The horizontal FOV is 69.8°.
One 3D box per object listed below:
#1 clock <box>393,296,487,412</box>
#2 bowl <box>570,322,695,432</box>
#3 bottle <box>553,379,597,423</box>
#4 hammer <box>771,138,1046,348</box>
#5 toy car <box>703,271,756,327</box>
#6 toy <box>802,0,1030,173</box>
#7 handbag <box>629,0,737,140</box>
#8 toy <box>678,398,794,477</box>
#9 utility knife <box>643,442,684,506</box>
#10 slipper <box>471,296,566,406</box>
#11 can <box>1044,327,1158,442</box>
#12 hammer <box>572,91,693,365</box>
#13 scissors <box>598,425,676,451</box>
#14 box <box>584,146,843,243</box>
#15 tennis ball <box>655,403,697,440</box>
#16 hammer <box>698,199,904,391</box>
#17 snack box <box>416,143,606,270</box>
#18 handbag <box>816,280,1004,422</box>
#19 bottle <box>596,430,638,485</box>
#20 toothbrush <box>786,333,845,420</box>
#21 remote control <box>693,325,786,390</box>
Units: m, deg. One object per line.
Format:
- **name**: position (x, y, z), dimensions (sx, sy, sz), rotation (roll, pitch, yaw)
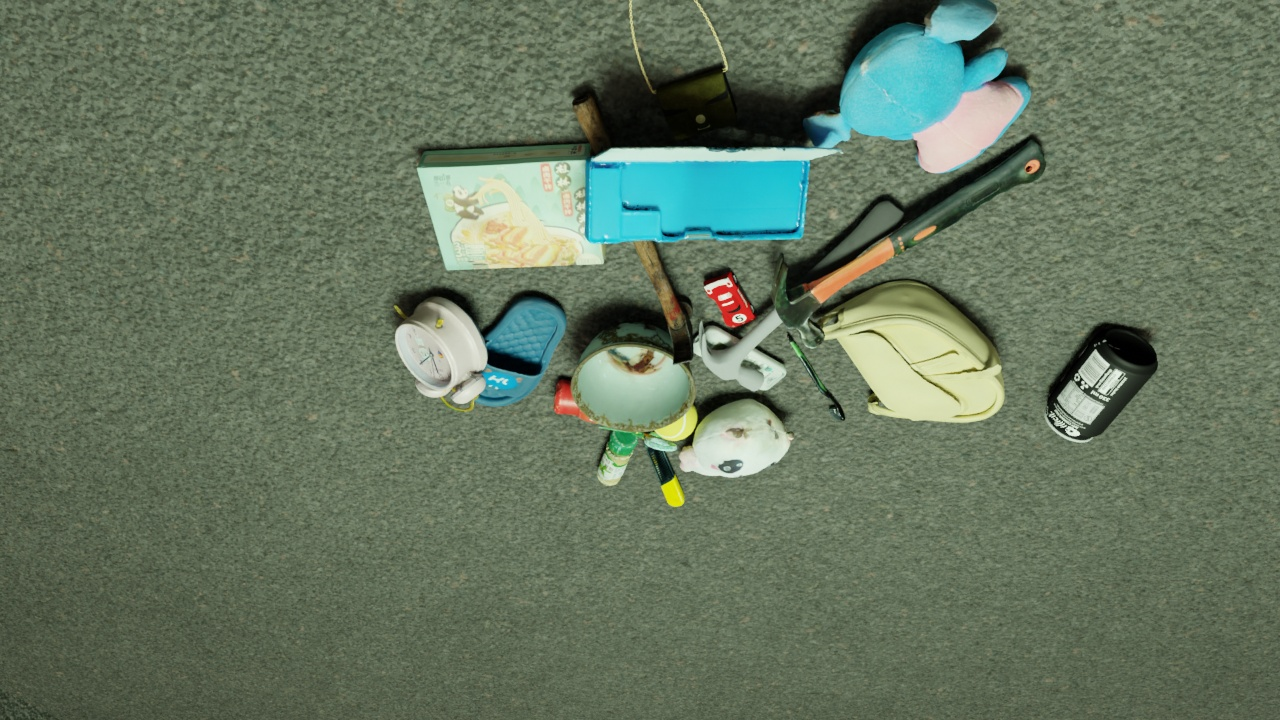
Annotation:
- **clock**: position (-0.255, -0.002, 1.186), dimensions (0.117, 0.058, 0.158), rotation (11, 128, 36)
- **bowl**: position (-0.007, 0.007, 1.191), dimensions (0.160, 0.093, 0.160), rotation (2, 135, 2)
- **bottle**: position (-0.053, 0.059, 1.279), dimensions (0.134, 0.048, 0.072), rotation (9, 137, -3)
- **hammer**: position (0.297, -0.138, 1.035), dimensions (0.334, 0.033, 0.133), rotation (-32, 129, 19)
- **toy car**: position (0.112, -0.074, 1.148), dimensions (0.038, 0.025, 0.089), rotation (-18, 131, 21)
- **toy**: position (0.277, -0.255, 0.915), dimensions (0.191, 0.098, 0.225), rotation (21, 141, -32)
- **handbag**: position (0.038, -0.308, 0.919), dimensions (0.084, 0.027, 0.178), rotation (-13, 131, 17)
- **toy**: position (0.124, 0.122, 1.298), dimensions (0.138, 0.101, 0.180), rotation (6, 149, -34)
- **utility knife**: position (0.036, 0.167, 1.402), dimensions (0.029, 0.020, 0.174), rotation (-9, 135, 12)
- **slipper**: position (-0.167, -0.002, 1.222), dimensions (0.103, 0.059, 0.214), rotation (24, 131, -22)
- **can**: position (0.589, 0.033, 1.179), dimensions (0.080, 0.080, 0.146), rotation (10, 135, -6)
- **hammer**: position (-0.002, -0.145, 1.041), dimensions (0.033, 0.119, 0.330), rotation (-17, 125, 12)
- **scissors**: position (0.000, 0.106, 1.302), dimensions (0.131, 0.112, 0.012), rotation (8, 104, -14)
- **box**: position (0.071, -0.172, 0.947), dimensions (0.243, 0.113, 0.114), rotation (-3, 111, -13)
- **tennis ball**: position (0.047, 0.079, 1.280), dimensions (0.065, 0.065, 0.065), rotation (2, 135, 2)
- **hammer**: position (0.191, -0.081, 1.112), dimensions (0.125, 0.029, 0.312), rotation (27, 125, -28)
- **snack box**: position (-0.143, -0.175, 1.054), dimensions (0.194, 0.044, 0.142), rotation (-1, 134, 7)
- **handbag**: position (0.347, -0.001, 1.162), dimensions (0.191, 0.088, 0.233), rotation (-22, 130, 29)
- **bottle**: position (-0.036, 0.144, 1.370), dimensions (0.042, 0.042, 0.110), rotation (13, 136, -9)
- **toothbrush**: position (0.237, 0.026, 1.248), dimensions (0.017, 0.014, 0.188), rotation (-16, 132, 30)
- **remote control**: position (0.131, -0.005, 1.219), dimensions (0.133, 0.022, 0.050), rotation (28, 131, -22)
